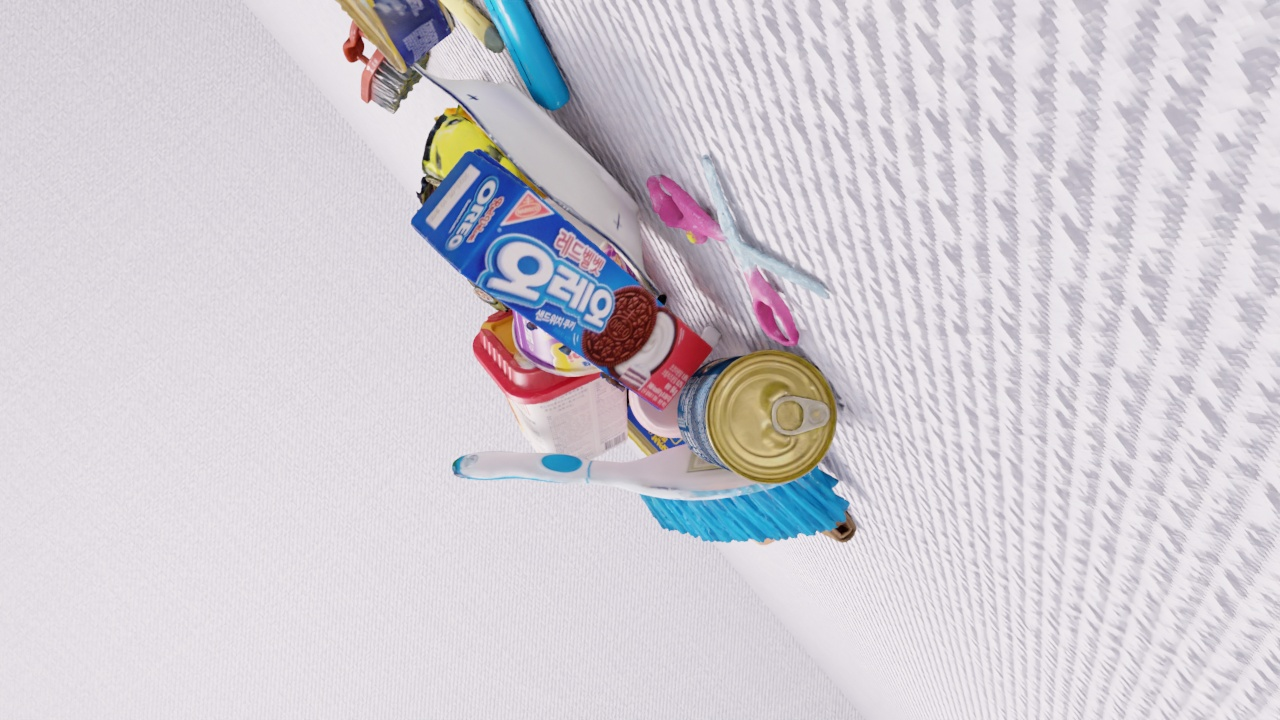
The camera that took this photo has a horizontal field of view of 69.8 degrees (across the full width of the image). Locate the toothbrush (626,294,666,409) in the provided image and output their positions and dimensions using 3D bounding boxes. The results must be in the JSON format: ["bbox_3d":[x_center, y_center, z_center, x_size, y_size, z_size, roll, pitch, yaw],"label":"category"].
[{"bbox_3d":[-0.005,0.004,0.781,0.189,0.014,0.016,110,142,-50],"label":"toothbrush"}]

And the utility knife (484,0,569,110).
[{"bbox_3d":[-0.075,-0.190,0.455,0.034,0.018,0.182,48,174,31],"label":"utility knife"}]

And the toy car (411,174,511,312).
[{"bbox_3d":[-0.118,-0.097,0.708,0.042,0.070,0.158,16,158,31],"label":"toy car"}]

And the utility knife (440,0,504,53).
[{"bbox_3d":[-0.145,-0.251,0.564,0.183,0.019,0.031,42,169,5],"label":"utility knife"}]

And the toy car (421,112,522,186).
[{"bbox_3d":[-0.111,-0.129,0.630,0.032,0.048,0.105,17,173,24],"label":"toy car"}]

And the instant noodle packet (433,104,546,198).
[{"bbox_3d":[-0.108,-0.158,0.738,0.128,0.044,0.111,47,167,-18],"label":"instant noodle packet"}]

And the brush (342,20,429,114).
[{"bbox_3d":[-0.233,-0.270,0.823,0.069,0.063,0.146,37,176,-17],"label":"brush"}]

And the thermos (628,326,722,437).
[{"bbox_3d":[0.032,0.018,0.719,0.067,0.087,0.198,33,178,5],"label":"thermos"}]

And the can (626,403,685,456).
[{"bbox_3d":[0.024,0.048,0.877,0.102,0.083,0.057,46,173,21],"label":"can"}]

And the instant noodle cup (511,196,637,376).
[{"bbox_3d":[-0.052,-0.062,0.683,0.111,0.111,0.099,44,158,35],"label":"instant noodle cup"}]

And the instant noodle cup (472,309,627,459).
[{"bbox_3d":[-0.066,0.020,0.778,0.116,0.116,0.124,43,151,45],"label":"instant noodle cup"}]

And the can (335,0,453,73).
[{"bbox_3d":[-0.194,-0.271,0.630,0.148,0.049,0.075,49,173,-3],"label":"can"}]

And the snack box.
[{"bbox_3d":[-0.036,-0.037,0.531,0.057,0.058,0.207,42,-176,39],"label":"snack box"}]

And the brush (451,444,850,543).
[{"bbox_3d":[-0.004,0.096,0.717,0.315,0.060,0.109,-10,136,34],"label":"brush"}]

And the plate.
[{"bbox_3d":[-0.051,-0.117,0.558,0.163,0.034,0.164,46,-176,35],"label":"plate"}]

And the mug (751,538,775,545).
[{"bbox_3d":[0.097,0.130,0.938,0.123,0.078,0.078,36,167,40],"label":"mug"}]

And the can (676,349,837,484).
[{"bbox_3d":[0.067,0.033,0.565,0.075,0.075,0.111,49,174,-3],"label":"can"}]

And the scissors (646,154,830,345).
[{"bbox_3d":[0.048,-0.054,0.461,0.133,0.017,0.134,37,163,45],"label":"scissors"}]

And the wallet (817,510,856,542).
[{"bbox_3d":[0.128,0.109,0.786,0.090,0.033,0.115,48,173,-14],"label":"wallet"}]
